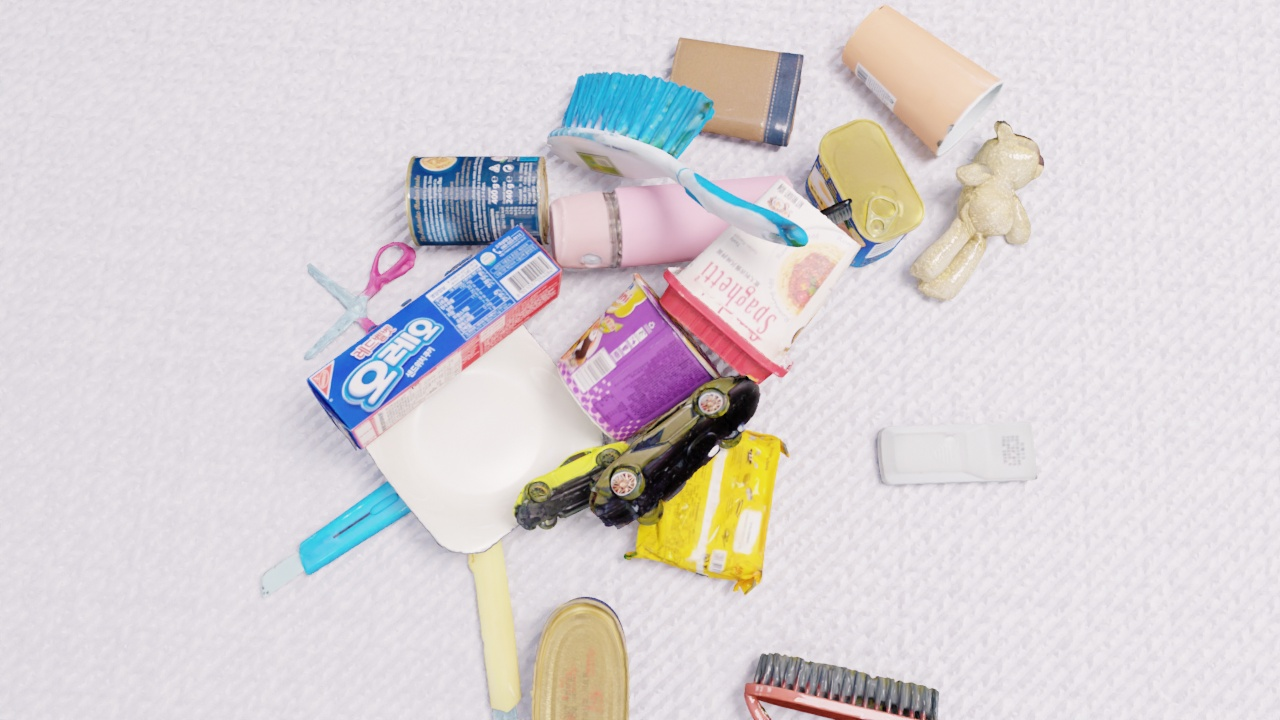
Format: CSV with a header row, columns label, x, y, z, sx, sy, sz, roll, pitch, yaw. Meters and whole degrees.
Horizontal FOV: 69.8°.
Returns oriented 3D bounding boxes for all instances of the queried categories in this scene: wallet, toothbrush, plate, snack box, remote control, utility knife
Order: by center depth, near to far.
label,x,y,z,sx,sy,sz,roll,pitch,yaw
snack box,-0.156,-0.019,0.713,0.207,0.058,0.057,-41,81,-20
utility knife,-0.116,0.218,0.732,0.031,0.019,0.183,-10,74,3
plate,-0.130,0.056,0.744,0.164,0.034,0.163,-37,83,-18
toothbrush,0.089,-0.080,0.748,0.189,0.014,0.017,-29,99,24
utility knife,-0.231,0.135,0.749,0.182,0.018,0.034,-34,84,-6
remote control,0.259,0.076,0.753,0.125,0.024,0.049,-2,80,-1
wallet,0.082,-0.237,0.809,0.115,0.033,0.090,10,77,3

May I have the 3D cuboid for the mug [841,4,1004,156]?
label,x,y,z,sx,sy,sz,roll,pitch,yaw
mug,0.237,-0.244,0.790,0.078,0.078,0.123,-44,77,-7

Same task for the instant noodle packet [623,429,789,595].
label,x,y,z,sx,sy,sz,roll,pitch,yaw
instant noodle packet,0.054,0.114,0.738,0.111,0.044,0.128,12,76,9

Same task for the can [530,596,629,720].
label,x,y,z,sx,sy,sz,roll,pitch,yaw
can,-0.045,0.259,0.709,0.074,0.049,0.148,0,80,1

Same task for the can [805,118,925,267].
label,x,y,z,sx,sy,sz,roll,pitch,yaw
can,0.182,-0.135,0.762,0.057,0.083,0.102,-25,81,-4

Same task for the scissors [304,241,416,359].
label,x,y,z,sx,sy,sz,roll,pitch,yaw
scissors,-0.236,-0.045,0.785,0.133,0.017,0.134,40,86,11

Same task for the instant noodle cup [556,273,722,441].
label,x,y,z,sx,sy,sz,roll,pitch,yaw
instant noodle cup,-0.004,0.004,0.730,0.099,0.111,0.111,-40,81,7

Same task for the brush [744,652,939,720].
label,x,y,z,sx,sy,sz,roll,pitch,yaw
brush,0.150,0.270,0.698,0.146,0.063,0.069,12,67,4

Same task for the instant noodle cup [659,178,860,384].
label,x,y,z,sx,sy,sz,roll,pitch,yaw
instant noodle cup,0.094,-0.062,0.687,0.116,0.116,0.124,41,103,6

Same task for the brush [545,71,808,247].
label,x,y,z,sx,sy,sz,roll,pitch,yaw
brush,0.028,-0.157,0.695,0.315,0.060,0.109,22,73,45

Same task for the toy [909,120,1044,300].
label,x,y,z,sx,sy,sz,roll,pitch,yaw
toy,0.283,-0.123,0.776,0.105,0.066,0.157,36,85,-26

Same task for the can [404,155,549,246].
label,x,y,z,sx,sy,sz,roll,pitch,yaw
can,-0.133,-0.133,0.768,0.111,0.075,0.075,0,79,0

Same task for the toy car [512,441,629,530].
label,x,y,z,sx,sy,sz,roll,pitch,yaw
toy car,-0.051,0.094,0.707,0.105,0.048,0.032,-25,54,-16

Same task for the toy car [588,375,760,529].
label,x,y,z,sx,sy,sz,roll,pitch,yaw
toy car,0.028,0.067,0.694,0.158,0.070,0.042,-40,58,-8

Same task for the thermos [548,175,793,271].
label,x,y,z,sx,sy,sz,roll,pitch,yaw
thermos,0.024,-0.108,0.765,0.198,0.087,0.067,-8,65,-8
